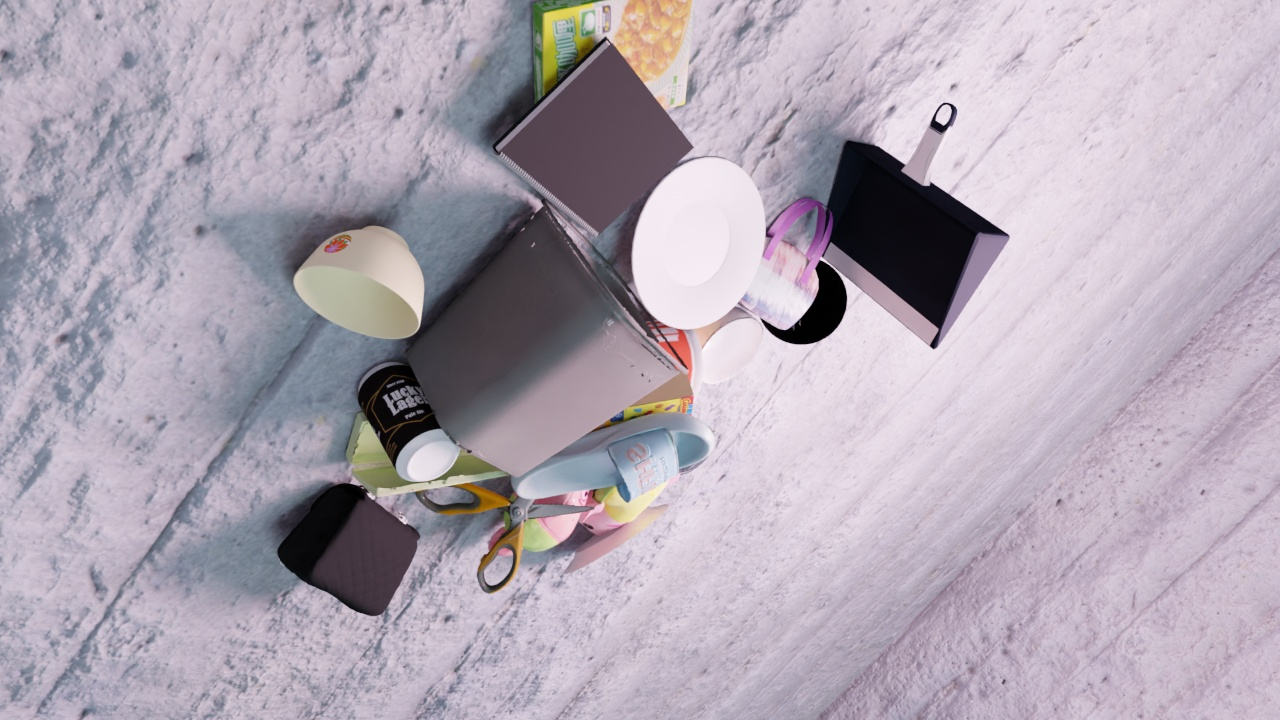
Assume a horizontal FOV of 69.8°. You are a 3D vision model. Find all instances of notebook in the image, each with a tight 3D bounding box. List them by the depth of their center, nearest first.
[{"bbox_3d":[-0.041,-0.216,0.933,0.149,0.016,0.206,-41,152,9],"label":"notebook"}]

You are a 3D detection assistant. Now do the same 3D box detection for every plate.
[{"bbox_3d":[0.070,-0.140,1.108,0.208,0.015,0.209,-15,116,-33],"label":"plate"},{"bbox_3d":[-0.040,0.263,1.392,0.188,0.016,0.188,-32,178,-1],"label":"plate"}]

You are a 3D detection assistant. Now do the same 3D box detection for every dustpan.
[{"bbox_3d":[0.337,-0.190,1.153,0.080,0.236,0.274,-2,128,-40],"label":"dustpan"}]

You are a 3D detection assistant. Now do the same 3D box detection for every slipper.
[{"bbox_3d":[-0.030,0.129,1.077,0.245,0.074,0.104,-14,147,0],"label":"slipper"}]

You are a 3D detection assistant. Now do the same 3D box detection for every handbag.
[{"bbox_3d":[-0.350,0.215,1.094,0.125,0.115,0.154,-57,145,-19],"label":"handbag"},{"bbox_3d":[0.195,-0.135,1.223,0.144,0.068,0.170,29,97,-25],"label":"handbag"}]

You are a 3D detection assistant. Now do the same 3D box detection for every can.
[{"bbox_3d":[-0.247,0.064,0.973,0.071,0.128,0.072,-25,141,-22],"label":"can"}]

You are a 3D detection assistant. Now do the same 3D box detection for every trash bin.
[{"bbox_3d":[-0.107,-0.010,0.984,0.220,0.197,0.197,-39,146,7],"label":"trash bin"}]

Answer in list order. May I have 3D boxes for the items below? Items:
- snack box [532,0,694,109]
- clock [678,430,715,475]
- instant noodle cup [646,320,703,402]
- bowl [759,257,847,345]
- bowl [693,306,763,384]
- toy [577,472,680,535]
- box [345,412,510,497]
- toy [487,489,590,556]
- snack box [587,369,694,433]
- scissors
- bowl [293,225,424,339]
[{"bbox_3d":[-0.025,-0.294,0.893,0.167,0.027,0.132,-22,141,-24],"label":"snack box"},{"bbox_3d":[0.050,0.129,1.379,0.129,0.052,0.090,-2,128,-36],"label":"clock"},{"bbox_3d":[-0.007,0.007,1.151,0.121,0.123,0.124,-2,129,-32],"label":"instant noodle cup"},{"bbox_3d":[0.226,-0.088,1.293,0.124,0.124,0.052,-54,-179,16],"label":"bowl"},{"bbox_3d":[0.104,-0.030,1.252,0.113,0.063,0.114,-25,141,-22],"label":"bowl"},{"bbox_3d":[-0.017,0.172,1.297,0.189,0.087,0.239,-22,159,-42],"label":"toy"},{"bbox_3d":[-0.240,0.093,1.072,0.187,0.092,0.083,-5,107,-43],"label":"box"},{"bbox_3d":[-0.111,0.179,1.248,0.236,0.097,0.192,-50,177,-9],"label":"toy"},{"bbox_3d":[-0.005,0.060,1.092,0.125,0.040,0.088,-10,146,-8],"label":"snack box"},{"bbox_3d":[-0.170,0.207,1.160,0.225,0.016,0.225,2,110,2],"label":"scissors"},{"bbox_3d":[-0.251,-0.083,0.857,0.118,0.118,0.073,60,38,-53],"label":"bowl"}]
